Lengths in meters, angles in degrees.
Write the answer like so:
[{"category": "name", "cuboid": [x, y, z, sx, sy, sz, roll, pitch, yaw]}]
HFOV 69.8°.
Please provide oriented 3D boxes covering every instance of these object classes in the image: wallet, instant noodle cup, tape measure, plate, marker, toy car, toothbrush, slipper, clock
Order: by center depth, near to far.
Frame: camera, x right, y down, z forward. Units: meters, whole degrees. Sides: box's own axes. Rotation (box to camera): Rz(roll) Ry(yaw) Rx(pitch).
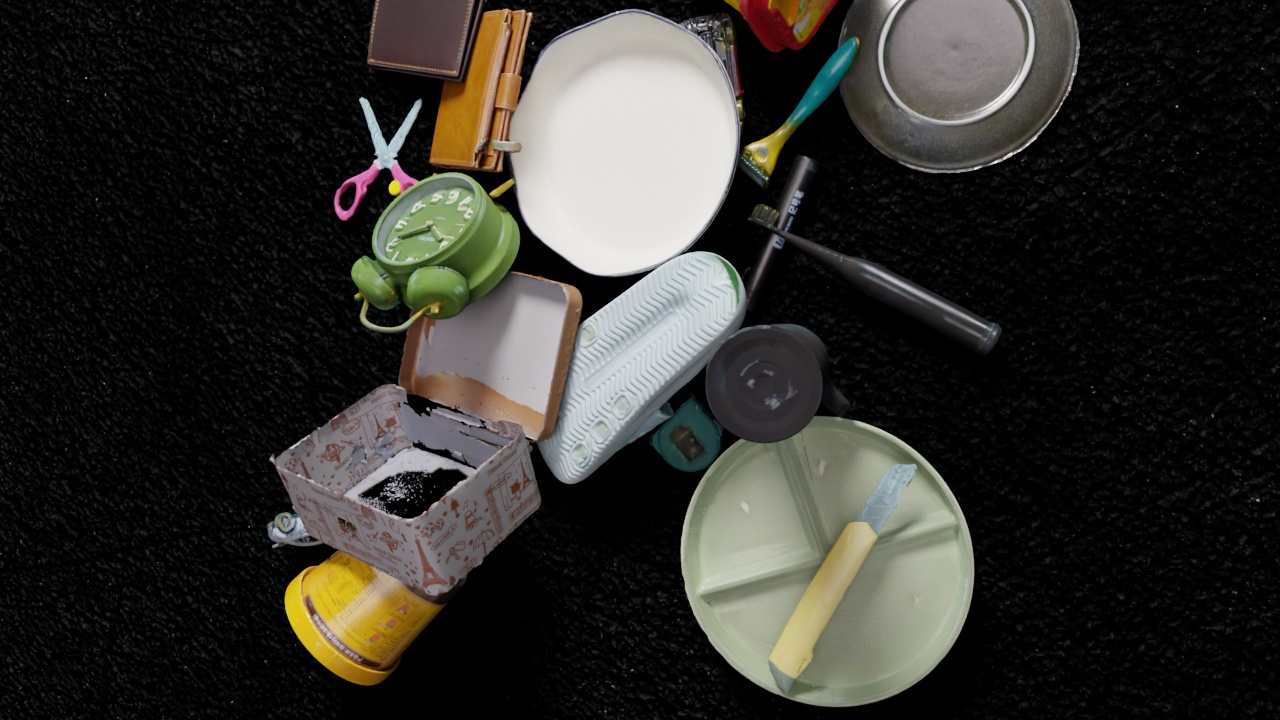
[{"category": "instant noodle cup", "cuboid": [0.090, -0.318, 0.697, 0.123, 0.116, 0.116, 40, 102, 21]}, {"category": "plate", "cuboid": [0.241, -0.236, 0.703, 0.179, 0.024, 0.179, 1, 93, 14]}, {"category": "toothbrush", "cuboid": [0.180, -0.066, 0.718, 0.212, 0.026, 0.027, 29, 93, 6]}, {"category": "plate", "cuboid": [0.145, 0.158, 0.736, 0.230, 0.027, 0.230, 0, 89, 20]}, {"category": "plate", "cuboid": [-0.012, -0.171, 0.739, 0.205, 0.045, 0.205, 3, 97, 27]}, {"category": "toy car", "cuboid": [0.058, -0.225, 0.744, 0.049, 0.031, 0.106, -7, 91, 18]}, {"category": "marker", "cuboid": [0.110, -0.103, 0.746, 0.022, 0.020, 0.132, 31, 102, 40]}, {"category": "slipper", "cuboid": [-0.004, 0.004, 0.749, 0.246, 0.074, 0.104, -42, 69, 29]}, {"category": "clock", "cuboid": [-0.170, -0.086, 0.751, 0.116, 0.056, 0.161, 9, 61, 32]}, {"category": "wallet", "cuboid": [-0.134, -0.224, 0.765, 0.119, 0.035, 0.131, 19, 98, 47]}, {"category": "tape measure", "cuboid": [0.042, 0.065, 0.769, 0.054, 0.025, 0.058, 45, 103, 9]}, {"category": "wallet", "cuboid": [-0.184, -0.292, 0.784, 0.122, 0.020, 0.096, 19, 100, 35]}, {"category": "instant noodle cup", "cuboid": [-0.224, 0.198, 0.799, 0.114, 0.118, 0.118, -43, 83, 5]}, {"category": "toy car", "cuboid": [-0.281, 0.145, 0.838, 0.121, 0.054, 0.037, -17, 86, 13]}]

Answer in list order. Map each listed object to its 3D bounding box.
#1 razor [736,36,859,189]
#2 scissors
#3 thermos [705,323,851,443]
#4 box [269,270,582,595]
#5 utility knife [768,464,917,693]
[{"category": "razor", "cuboid": [0.128, -0.200, 0.730, 0.043, 0.028, 0.133, 44, 106, 15]}, {"category": "scissors", "cuboid": [-0.235, -0.175, 0.829, 0.132, 0.017, 0.133, -26, 83, 16]}, {"category": "thermos", "cuboid": [0.107, 0.013, 0.638, 0.090, 0.242, 0.068, 35, 101, 10]}, {"category": "box", "cuboid": [-0.160, 0.047, 0.758, 0.179, 0.133, 0.271, 15, 68, 34]}, {"category": "utility knife", "cuboid": [0.153, 0.166, 0.707, 0.031, 0.021, 0.208, 31, 106, 17]}]
